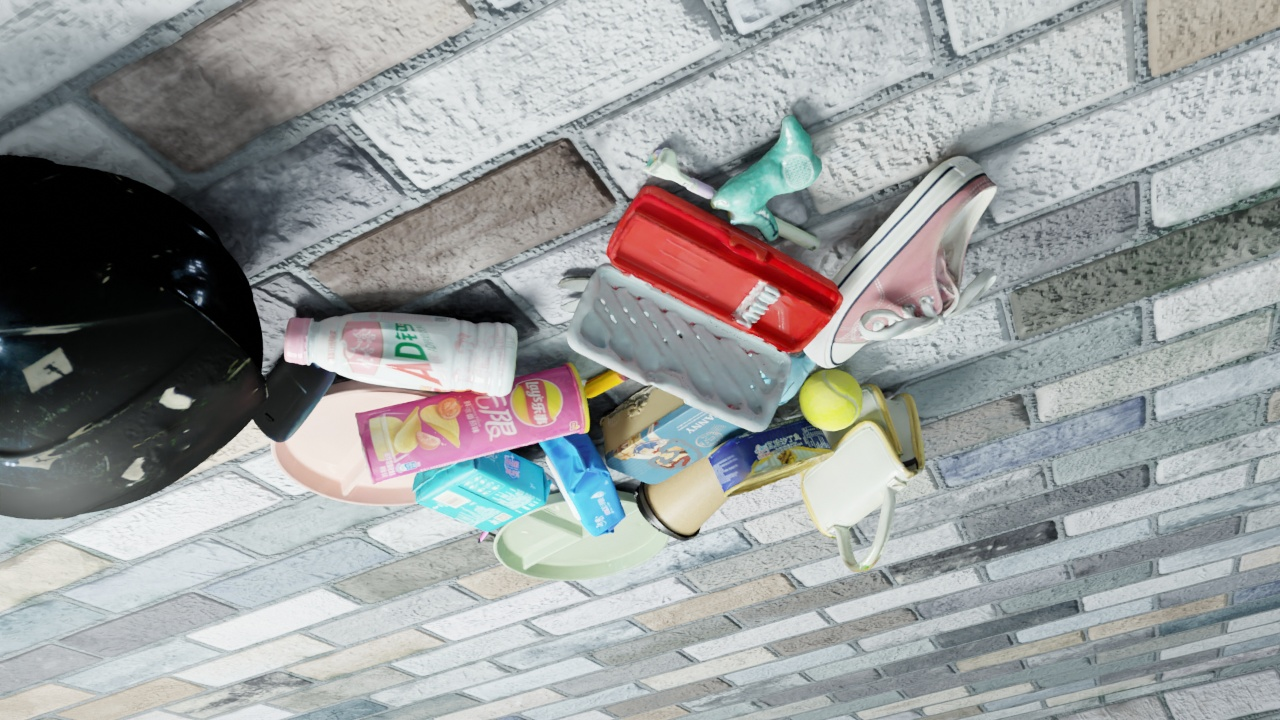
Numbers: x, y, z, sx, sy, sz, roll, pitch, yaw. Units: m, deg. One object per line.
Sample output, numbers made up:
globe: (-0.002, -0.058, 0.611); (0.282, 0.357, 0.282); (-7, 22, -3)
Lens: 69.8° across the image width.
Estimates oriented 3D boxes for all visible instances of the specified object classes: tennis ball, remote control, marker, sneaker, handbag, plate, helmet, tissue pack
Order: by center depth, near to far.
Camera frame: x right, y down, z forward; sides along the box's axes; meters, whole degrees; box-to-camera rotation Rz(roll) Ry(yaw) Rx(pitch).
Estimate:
helmet: (-0.406, 0.001, 0.655); (0.274, 0.230, 0.234); (-43, 148, -18)
sneaker: (0.230, -0.061, 0.795); (0.118, 0.088, 0.242); (-18, 152, -40)
remote control: (-0.329, 0.032, 0.858); (0.053, 0.024, 0.137); (44, 120, -2)
marker: (-0.005, 0.005, 0.919); (0.124, 0.015, 0.018); (-27, 141, 20)
tennis ball: (0.200, 0.041, 0.964); (0.065, 0.065, 0.066); (-5, 144, -4)
plate: (-0.266, 0.088, 0.966); (0.229, 0.028, 0.230); (-5, 144, -4)
tissue pack: (-0.167, 0.133, 0.979); (0.093, 0.050, 0.133); (-29, 139, 23)
tissue pack: (-0.066, 0.124, 0.994); (0.052, 0.095, 0.157); (-29, 144, -10)
handbag: (0.239, 0.134, 1.003); (0.063, 0.178, 0.164); (14, 140, -20)
plate: (-0.076, 0.227, 1.192); (0.230, 0.027, 0.231); (-5, 144, -4)

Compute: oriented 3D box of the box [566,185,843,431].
box: (0.054, -0.040, 0.773); (0.201, 0.063, 0.160); (25, 104, -17)

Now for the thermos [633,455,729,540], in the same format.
thermos: (0.067, 0.141, 1.060); (0.093, 0.093, 0.144); (24, 125, -36)

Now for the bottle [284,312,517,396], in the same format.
bottle: (-0.211, -0.010, 0.818); (0.197, 0.068, 0.068); (6, 141, -12)

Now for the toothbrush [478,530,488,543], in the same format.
toothbrush: (-0.173, 0.180, 1.122); (0.017, 0.014, 0.190); (18, 137, -17)

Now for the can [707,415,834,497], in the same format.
can: (0.140, 0.101, 0.978); (0.147, 0.049, 0.075); (-12, 159, -36)

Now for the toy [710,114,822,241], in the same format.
toy: (0.102, -0.137, 0.724); (0.092, 0.030, 0.096); (-32, 134, 13)

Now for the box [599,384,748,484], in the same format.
box: (0.046, 0.059, 0.961); (0.089, 0.063, 0.185); (25, 134, -38)

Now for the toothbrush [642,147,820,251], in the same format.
toothbrush: (0.083, -0.127, 0.754); (0.189, 0.020, 0.029); (20, 142, -34)

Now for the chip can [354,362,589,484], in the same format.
chip can: (-0.158, 0.058, 0.875); (0.210, 0.071, 0.072); (-13, 145, -15)

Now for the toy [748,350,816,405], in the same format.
toy: (0.119, -0.018, 0.863); (0.161, 0.050, 0.156); (-7, 121, -36)

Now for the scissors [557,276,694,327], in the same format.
scissors: (0.014, -0.077, 0.809); (0.176, 0.019, 0.172); (6, 142, -18)
